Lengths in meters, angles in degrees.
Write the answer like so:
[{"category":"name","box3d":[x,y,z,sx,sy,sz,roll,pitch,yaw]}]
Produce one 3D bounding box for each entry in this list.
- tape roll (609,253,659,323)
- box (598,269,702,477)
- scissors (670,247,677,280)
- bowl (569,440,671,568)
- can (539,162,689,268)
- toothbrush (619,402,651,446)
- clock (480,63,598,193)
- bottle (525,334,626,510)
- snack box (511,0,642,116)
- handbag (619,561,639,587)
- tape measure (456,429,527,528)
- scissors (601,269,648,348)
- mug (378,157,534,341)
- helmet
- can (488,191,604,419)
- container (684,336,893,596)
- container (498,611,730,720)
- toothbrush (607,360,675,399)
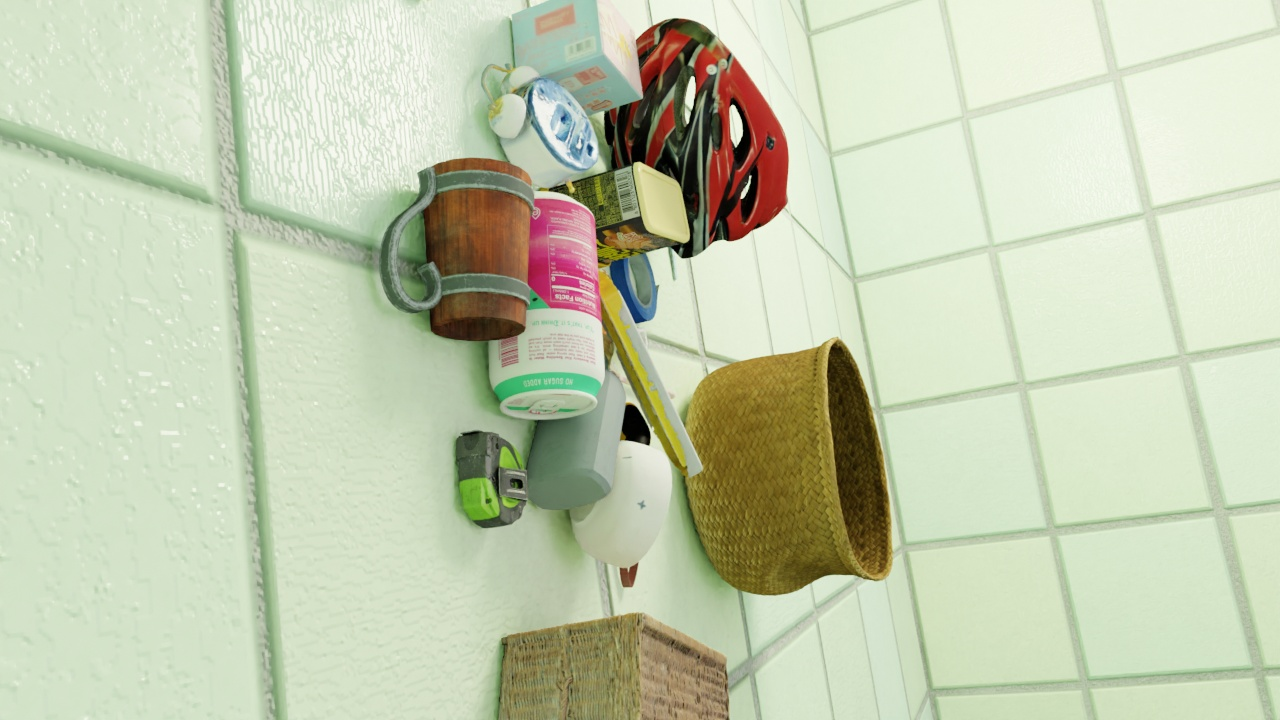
[{"category":"tape roll","box3d":[-0.007,-0.089,1.017,0.091,0.016,0.093,-78,149,-46]},{"category":"box","box3d":[-0.006,0.005,0.845,0.209,0.023,0.127,64,-5,-23]},{"category":"scissors","box3d":[0.038,-0.169,1.190,0.056,0.015,0.136,16,70,-65]},{"category":"bowl","box3d":[-0.023,0.116,0.768,0.054,0.105,0.104,22,50,-21]},{"category":"can","box3d":[-0.022,-0.139,0.889,0.130,0.101,0.072,-3,82,-69]},{"category":"toothbrush","box3d":[0.000,0.088,0.845,0.196,0.031,0.031,-109,-149,-64]},{"category":"clock","box3d":[-0.091,-0.209,0.806,0.125,0.052,0.088,45,37,-30]},{"category":"bottle","box3d":[-0.049,0.044,0.763,0.046,0.072,0.160,53,32,-37]},{"category":"snack box","box3d":[-0.060,-0.293,0.884,0.094,0.093,0.079,26,55,-63]},{"category":"handbag","box3d":[-0.010,0.156,0.876,0.055,0.029,0.119,33,54,-57]},{"category":"tape measure","box3d":[-0.102,0.086,0.655,0.058,0.036,0.065,29,52,-64]},{"category":"scissors","box3d":[-0.020,-0.034,0.948,0.128,0.011,0.125,1,72,-67]},{"category":"mug","box3d":[-0.127,-0.078,0.638,0.117,0.082,0.111,12,71,-48]},{"category":"helmet","box3d":[0.054,-0.235,0.999,0.166,0.217,0.272,-39,144,-17]},{"category":"can","box3d":[-0.075,-0.043,0.719,0.088,0.088,0.165,33,49,-61]},{"category":"container","box3d":[0.179,0.133,1.129,0.306,0.197,0.307,-10,90,-68]},{"category":"container","box3d":[-0.013,0.266,0.680,0.198,0.113,0.113,46,38,-54]},{"category":"toothbrush","box3d":[0.001,0.024,0.981,0.181,0.016,0.018,24,51,-64]}]
